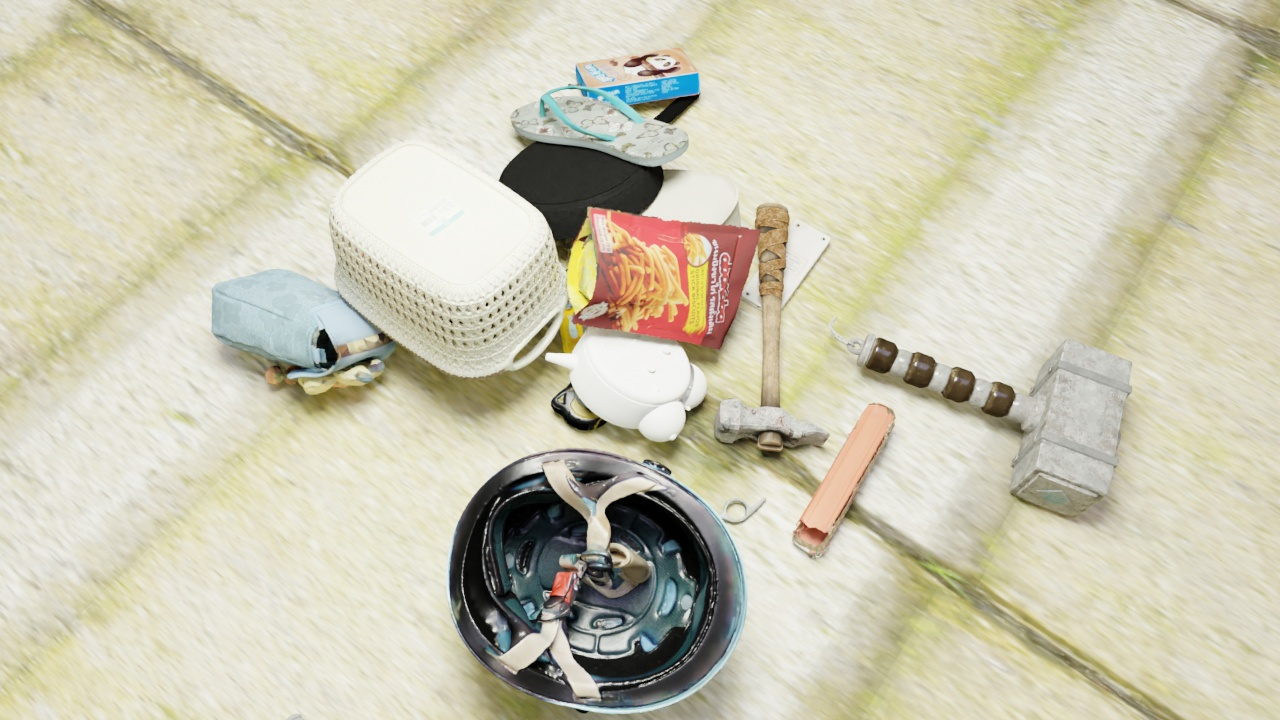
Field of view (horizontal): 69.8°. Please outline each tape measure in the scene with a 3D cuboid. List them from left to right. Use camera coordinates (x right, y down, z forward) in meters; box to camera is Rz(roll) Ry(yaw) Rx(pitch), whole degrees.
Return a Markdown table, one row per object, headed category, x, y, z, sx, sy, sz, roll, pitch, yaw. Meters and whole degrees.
| category | x | y | z | sx | sy | sz | roll | pitch | yaw |
| --- | --- | --- | --- | --- | --- | --- | --- | --- | --- |
| tape measure | -0.058 | 0.045 | 1.005 | 0.061 | 0.034 | 0.061 | 39 | 69 | 8 |

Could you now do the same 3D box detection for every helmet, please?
| category | x | y | z | sx | sy | sz | roll | pitch | yaw |
| --- | --- | --- | --- | --- | --- | --- | --- | --- | --- |
| helmet | -0.033 | 0.197 | 0.844 | 0.266 | 0.167 | 0.225 | 18 | 81 | 9 |

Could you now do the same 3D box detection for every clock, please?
| category | x | y | z | sx | sy | sz | roll | pitch | yaw |
| --- | --- | --- | --- | --- | --- | --- | --- | --- | --- |
| clock | -0.006 | 0.006 | 0.984 | 0.161 | 0.073 | 0.125 | 38 | 41 | 2 |

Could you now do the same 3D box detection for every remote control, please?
| category | x | y | z | sx | sy | sz | roll | pitch | yaw |
| --- | --- | --- | --- | --- | --- | --- | --- | --- | --- |
| remote control | 0.177 | -0.112 | 1.116 | 0.050 | 0.011 | 0.135 | 32 | 66 | 14 |

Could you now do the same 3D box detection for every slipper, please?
| category | x | y | z | sx | sy | sz | roll | pitch | yaw |
| --- | --- | --- | --- | --- | --- | --- | --- | --- | --- |
| slipper | -0.053 | -0.298 | 1.114 | 0.269 | 0.055 | 0.098 | 23 | 51 | 33 |

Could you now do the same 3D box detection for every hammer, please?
| category | x | y | z | sx | sy | sz | roll | pitch | yaw |
| --- | --- | --- | --- | --- | --- | --- | --- | --- | --- |
| hammer | 0.151 | -0.046 | 1.053 | 0.121 | 0.049 | 0.318 | 6 | 64 | -2 |
| hammer | 0.357 | 0.031 | 1.007 | 0.326 | 0.080 | 0.176 | 22 | 63 | 9 |

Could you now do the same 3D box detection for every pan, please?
| category | x | y | z | sx | sy | sz | roll | pitch | yaw |
| --- | --- | --- | --- | --- | --- | --- | --- | --- | --- |
| pan | -0.031 | -0.267 | 1.147 | 0.204 | 0.044 | 0.354 | 20 | 51 | 33 |

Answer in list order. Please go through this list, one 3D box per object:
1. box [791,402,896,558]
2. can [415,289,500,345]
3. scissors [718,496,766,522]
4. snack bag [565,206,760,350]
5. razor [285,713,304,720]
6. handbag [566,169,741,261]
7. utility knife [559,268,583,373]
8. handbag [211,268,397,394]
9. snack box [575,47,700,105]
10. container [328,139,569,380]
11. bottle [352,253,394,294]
| category | x | y | z | sx | sy | sz | roll | pitch | yaw |
| --- | --- | --- | --- | --- | --- | --- | --- | --- | --- |
| box | 0.217 | 0.122 | 0.970 | 0.059 | 0.056 | 0.186 | 42 | 65 | -16 |
| can | -0.207 | -0.060 | 1.036 | 0.090 | 0.075 | 0.089 | 1 | 61 | -2 |
| scissors | 0.054 | 0.170 | 0.952 | 0.174 | 0.014 | 0.141 | -18 | 70 | -17 |
| snack bag | 0.025 | -0.088 | 0.971 | 0.207 | 0.067 | 0.139 | 5 | 99 | -34 |
| razor | -0.282 | 0.363 | 0.824 | 0.116 | 0.047 | 0.088 | 36 | 65 | 24 |
| handbag | 0.011 | -0.144 | 1.096 | 0.200 | 0.093 | 0.200 | 27 | 62 | 35 |
| utility knife | -0.080 | -0.045 | 1.068 | 0.030 | 0.017 | 0.151 | -11 | 66 | -3 |
| handbag | -0.367 | -0.025 | 0.995 | 0.192 | 0.119 | 0.121 | 17 | 21 | 17 |
| snack box | -0.005 | -0.377 | 1.226 | 0.151 | 0.034 | 0.087 | -12 | 41 | -8 |
| container | -0.199 | -0.108 | 0.938 | 0.246 | 0.143 | 0.184 | 33 | 64 | 16 |
| bottle | -0.307 | -0.139 | 1.083 | 0.062 | 0.062 | 0.176 | 6 | 61 | 1 |
